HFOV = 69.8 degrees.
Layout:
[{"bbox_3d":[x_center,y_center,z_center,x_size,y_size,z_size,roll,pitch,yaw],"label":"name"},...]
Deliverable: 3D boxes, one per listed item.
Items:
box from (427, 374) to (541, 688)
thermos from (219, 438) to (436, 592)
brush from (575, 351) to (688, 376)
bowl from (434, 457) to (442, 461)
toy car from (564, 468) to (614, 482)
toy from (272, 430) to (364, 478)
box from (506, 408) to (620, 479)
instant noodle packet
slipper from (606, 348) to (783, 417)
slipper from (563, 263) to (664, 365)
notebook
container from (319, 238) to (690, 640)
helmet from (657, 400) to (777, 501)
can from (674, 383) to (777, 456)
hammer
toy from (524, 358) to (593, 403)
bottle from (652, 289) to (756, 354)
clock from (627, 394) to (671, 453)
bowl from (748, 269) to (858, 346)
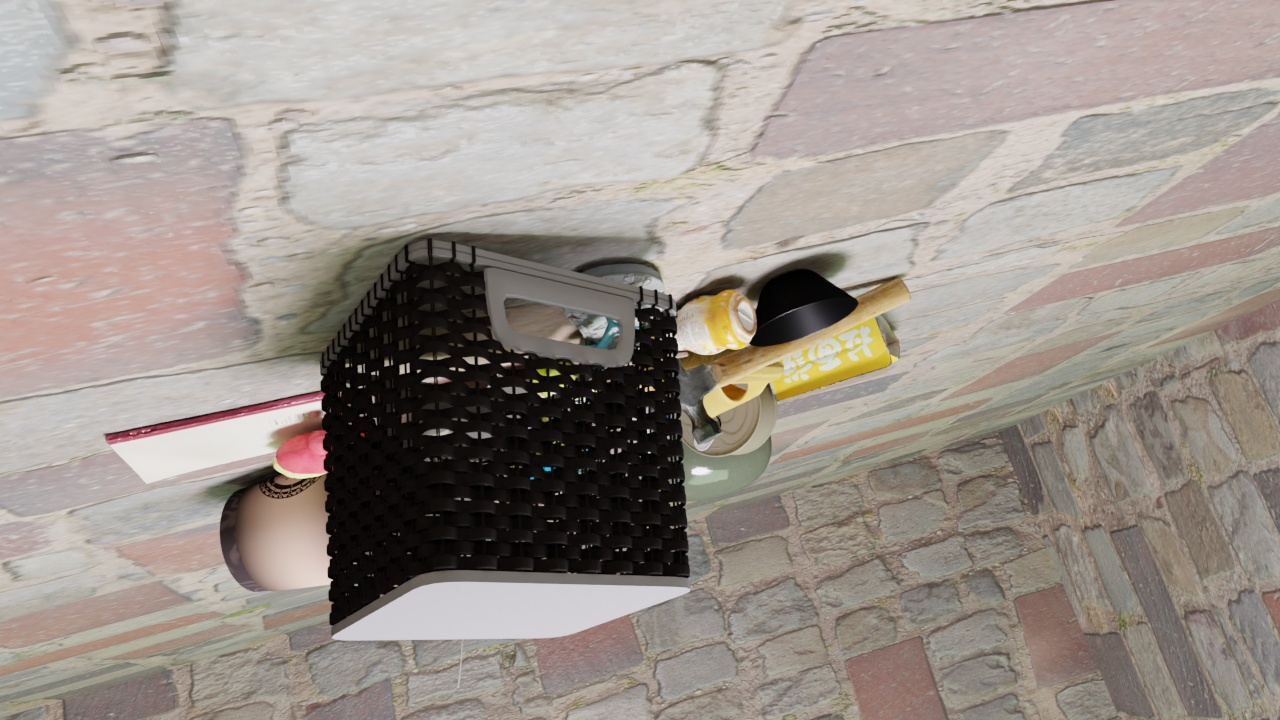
[{"bbox_3d":[-0.199,0.226,0.987,0.108,0.417,0.166,16,159,-5],"label":"box"},{"bbox_3d":[-0.366,0.193,1.105,0.226,0.172,0.173,-13,165,8],"label":"thermos"},{"bbox_3d":[-0.006,0.006,0.976,0.135,0.015,0.050,-8,178,-32],"label":"brush"},{"bbox_3d":[-0.256,0.158,1.241,0.120,0.066,0.120,14,176,1],"label":"bowl"},{"bbox_3d":[-0.071,0.161,1.263,0.048,0.033,0.105,-24,160,28],"label":"toy car"},{"bbox_3d":[-0.336,0.096,0.969,0.091,0.045,0.135,-7,168,-43],"label":"toy"},{"bbox_3d":[-0.109,0.107,1.240,0.124,0.079,0.222,-10,165,-27],"label":"box"},{"bbox_3d":[0.280,-0.002,1.302,0.163,0.084,0.221,-22,170,20],"label":"instant noodle packet"},{"bbox_3d":[0.063,0.033,1.109,0.262,0.078,0.099,-3,-168,-29],"label":"slipper"},{"bbox_3d":[-0.019,-0.029,0.921,0.098,0.054,0.269,-19,166,-4],"label":"slipper"},{"bbox_3d":[-0.409,0.077,0.934,0.208,0.012,0.153,-12,162,-19],"label":"notebook"},{"bbox_3d":[-0.116,0.086,0.758,0.247,0.243,0.246,10,151,-33],"label":"container"},{"bbox_3d":[0.101,0.132,1.398,0.267,0.153,0.228,-11,163,-22],"label":"helmet"},{"bbox_3d":[0.115,0.066,1.243,0.128,0.127,0.073,-25,165,24],"label":"can"},{"bbox_3d":[0.177,-0.026,1.069,0.329,0.132,0.033,-24,166,-19],"label":"hammer"},{"bbox_3d":[-0.093,0.028,1.022,0.092,0.043,0.118,23,158,-33],"label":"toy"},{"bbox_3d":[0.066,-0.036,0.967,0.109,0.063,0.063,-12,170,33],"label":"bottle"},{"bbox_3d":[0.008,0.093,1.238,0.057,0.117,0.083,2,173,22],"label":"clock"},{"bbox_3d":[0.167,-0.064,0.996,0.124,0.052,0.124,-16,164,-5],"label":"bowl"}]
